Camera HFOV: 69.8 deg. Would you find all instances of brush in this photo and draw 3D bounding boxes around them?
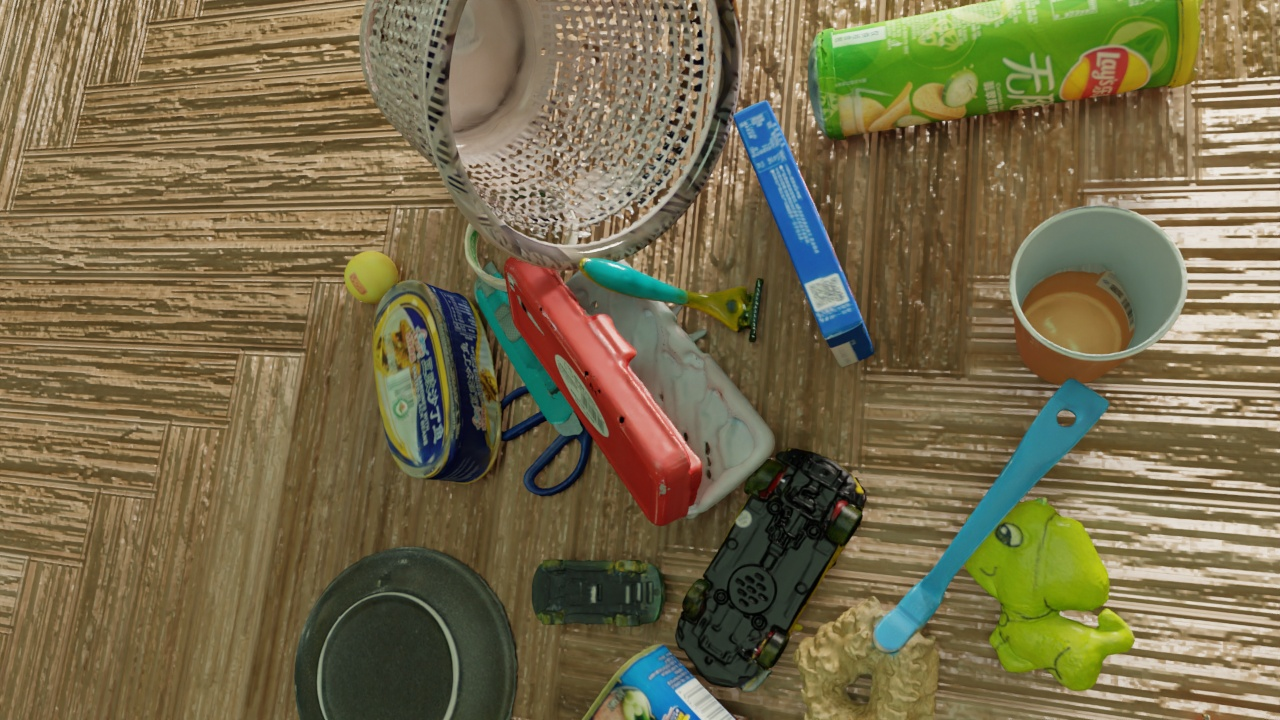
[{"bbox_3d":[0.173,0.120,0.517,0.083,0.045,0.255,39,104,29],"label":"brush"}]

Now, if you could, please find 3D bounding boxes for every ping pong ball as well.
[{"bbox_3d":[-0.207,-0.064,0.707,0.040,0.040,0.040,-4,77,18],"label":"ping pong ball"}]

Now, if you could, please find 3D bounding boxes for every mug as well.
[{"bbox_3d":[0.240,-0.026,0.500,0.078,0.122,0.078,-4,77,18],"label":"mug"}]

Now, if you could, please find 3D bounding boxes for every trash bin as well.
[{"bbox_3d":[-0.078,-0.194,0.603,0.192,0.227,0.227,31,89,44],"label":"trash bin"}]

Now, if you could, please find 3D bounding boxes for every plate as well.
[{"bbox_3d":[-0.172,0.220,0.641,0.180,0.024,0.179,-4,77,19],"label":"plate"}]

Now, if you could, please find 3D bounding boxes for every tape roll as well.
[{"bbox_3d":[-0.088,-0.091,0.679,0.086,0.014,0.085,-5,68,13],"label":"tape roll"}]

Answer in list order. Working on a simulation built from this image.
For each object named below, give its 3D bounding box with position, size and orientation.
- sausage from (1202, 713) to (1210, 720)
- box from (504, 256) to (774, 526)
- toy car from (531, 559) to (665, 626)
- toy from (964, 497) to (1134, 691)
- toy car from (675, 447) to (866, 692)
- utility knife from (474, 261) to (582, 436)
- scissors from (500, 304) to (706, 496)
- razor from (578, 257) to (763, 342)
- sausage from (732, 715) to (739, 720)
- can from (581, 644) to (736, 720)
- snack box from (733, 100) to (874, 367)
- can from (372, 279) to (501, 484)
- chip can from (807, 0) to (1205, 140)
[{"bbox_3d":[0.311,0.266,0.465,0.021,0.021,0.165,-14,74,16],"label":"sausage"},{"bbox_3d":[-0.001,0.003,0.594,0.098,0.095,0.201,-26,57,-19],"label":"box"},{"bbox_3d":[-0.027,0.152,0.599,0.091,0.036,0.043,-3,78,17],"label":"toy car"},{"bbox_3d":[0.228,0.129,0.519,0.097,0.031,0.100,11,84,28],"label":"toy"},{"bbox_3d":[0.079,0.126,0.565,0.071,0.041,0.155,29,84,22],"label":"toy car"},{"bbox_3d":[-0.083,-0.009,0.658,0.029,0.013,0.164,-38,62,7],"label":"utility knife"},{"bbox_3d":[-0.036,0.017,0.646,0.141,0.012,0.170,20,83,22],"label":"scissors"},{"bbox_3d":[0.020,-0.046,0.596,0.132,0.028,0.043,12,83,-22],"label":"razor"},{"bbox_3d":[0.099,0.255,0.542,0.156,0.020,0.020,33,90,23],"label":"sausage"},{"bbox_3d":[0.008,0.234,0.548,0.083,0.057,0.102,41,113,24],"label":"can"},{"bbox_3d":[0.104,-0.078,0.579,0.026,0.084,0.157,-23,72,13],"label":"snack box"},{"bbox_3d":[-0.147,0.015,0.657,0.075,0.049,0.148,-22,70,25],"label":"can"},{"bbox_3d":[0.217,-0.188,0.571,0.222,0.072,0.072,-5,77,18],"label":"chip can"}]
